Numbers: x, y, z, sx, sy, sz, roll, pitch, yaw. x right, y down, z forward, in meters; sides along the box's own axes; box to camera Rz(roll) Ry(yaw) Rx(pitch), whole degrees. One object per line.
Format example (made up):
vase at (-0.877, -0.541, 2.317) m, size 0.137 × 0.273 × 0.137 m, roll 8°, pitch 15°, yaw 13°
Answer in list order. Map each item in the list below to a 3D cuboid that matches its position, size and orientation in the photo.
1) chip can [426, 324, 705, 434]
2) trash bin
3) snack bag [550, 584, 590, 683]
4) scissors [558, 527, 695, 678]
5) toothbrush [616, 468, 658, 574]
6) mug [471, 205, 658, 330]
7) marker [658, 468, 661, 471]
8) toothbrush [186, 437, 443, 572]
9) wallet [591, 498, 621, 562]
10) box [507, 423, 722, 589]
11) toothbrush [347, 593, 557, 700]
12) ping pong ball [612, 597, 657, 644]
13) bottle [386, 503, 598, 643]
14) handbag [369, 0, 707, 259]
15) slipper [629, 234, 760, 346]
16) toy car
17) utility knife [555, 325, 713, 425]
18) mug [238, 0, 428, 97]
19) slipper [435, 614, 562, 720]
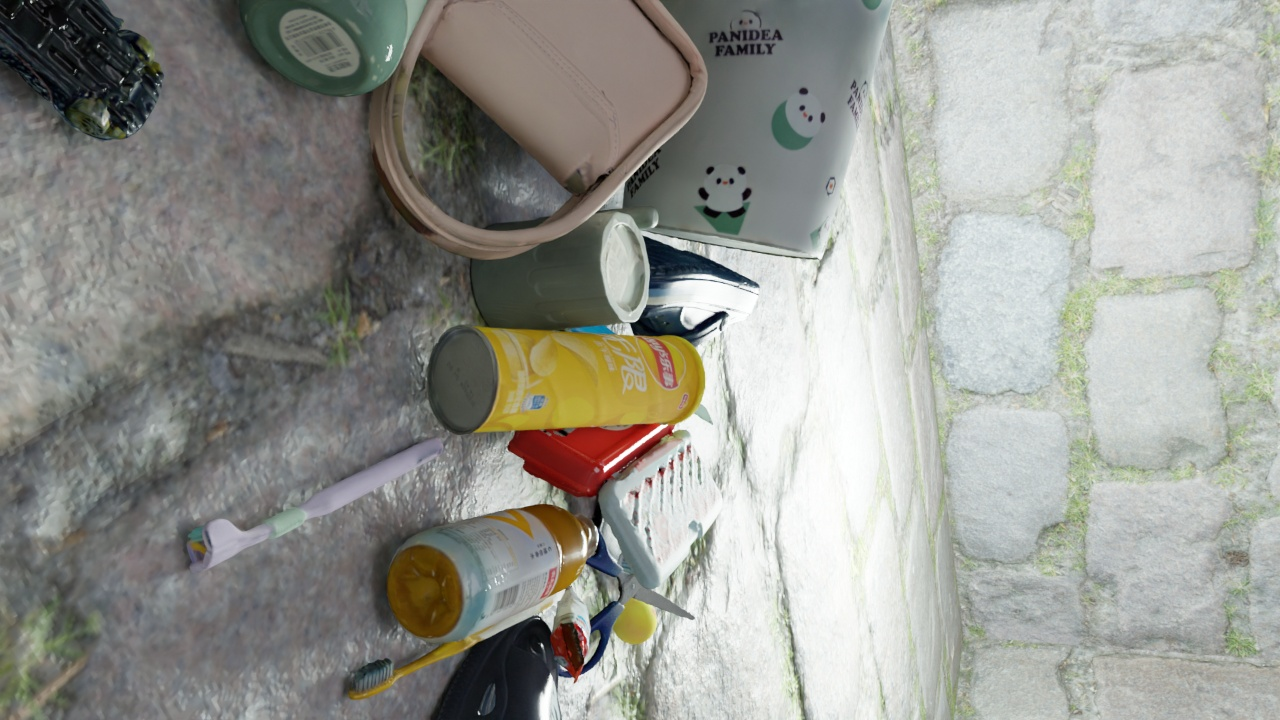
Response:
chip can at (-0.044, 0.013, 0.649) m, size 0.213 × 0.072 × 0.072 m, roll 3°, pitch 85°, yaw -49°
trash bin at (0.092, -0.227, 0.807) m, size 0.229 × 0.230 × 0.252 m, roll -2°, pitch 104°, yaw -65°
snack bag at (-0.050, 0.196, 0.665) m, size 0.105 × 0.026 × 0.045 m, roll -111°, pitch -177°, yaw -85°
scissors at (-0.019, 0.188, 0.751) m, size 0.176 × 0.012 × 0.162 m, roll 45°, pitch 62°, yaw -26°
toothbrush at (0.005, 0.088, 0.821) m, size 0.026 × 0.026 × 0.220 m, roll 41°, pitch 52°, yaw -45°
mug at (-0.049, -0.075, 0.672) m, size 0.123 × 0.103 × 0.084 m, roll -63°, pitch 141°, yaw -45°
marker at (0.014, 0.080, 0.854) m, size 0.020 × 0.022 × 0.131 m, roll 34°, pitch 42°, yaw -43°
toothbrush at (-0.167, 0.072, 0.507) m, size 0.029 × 0.021 × 0.188 m, roll -60°, pitch 166°, yaw 21°
wallet at (-0.008, 0.147, 0.836) m, size 0.121 × 0.019 × 0.097 m, roll 52°, pitch 43°, yaw -47°
box at (-0.004, 0.082, 0.717) m, size 0.161 × 0.060 × 0.200 m, roll 44°, pitch 20°, yaw 8°
toothbrush at (-0.112, 0.175, 0.592) m, size 0.191 × 0.016 × 0.018 m, roll -9°, pitch 114°, yaw -58°
ping pong ball at (-0.005, 0.228, 0.804) m, size 0.040 × 0.040 × 0.040 m, roll -3°, pitch 90°, yaw -65°
bottle at (-0.087, 0.133, 0.611) m, size 0.189 × 0.068 × 0.068 m, roll 1°, pitch 87°, yaw -65°
handbag at (-0.079, -0.172, 0.603) m, size 0.193 × 0.094 × 0.233 m, roll 40°, pitch 63°, yaw -23°
slipper at (0.023, -0.058, 0.845) m, size 0.252 × 0.105 × 0.095 m, roll -1°, pitch 115°, yaw -59°
toy car at (-0.239, -0.134, 0.362) m, size 0.105 × 0.031 × 0.048 m, roll 56°, pitch 38°, yaw -50°
utility knife at (-0.005, 0.004, 0.768) m, size 0.191 × 0.018 × 0.034 m, roll 35°, pitch 35°, yaw -28°
mug at (-0.158, -0.194, 0.498) m, size 0.112 × 0.082 × 0.106 m, roll 106°, pitch -4°, yaw -60°
slipper at (-0.087, 0.282, 0.573) m, size 0.267 × 0.083 × 0.111 m, roll -65°, pitch 145°, yaw -50°
